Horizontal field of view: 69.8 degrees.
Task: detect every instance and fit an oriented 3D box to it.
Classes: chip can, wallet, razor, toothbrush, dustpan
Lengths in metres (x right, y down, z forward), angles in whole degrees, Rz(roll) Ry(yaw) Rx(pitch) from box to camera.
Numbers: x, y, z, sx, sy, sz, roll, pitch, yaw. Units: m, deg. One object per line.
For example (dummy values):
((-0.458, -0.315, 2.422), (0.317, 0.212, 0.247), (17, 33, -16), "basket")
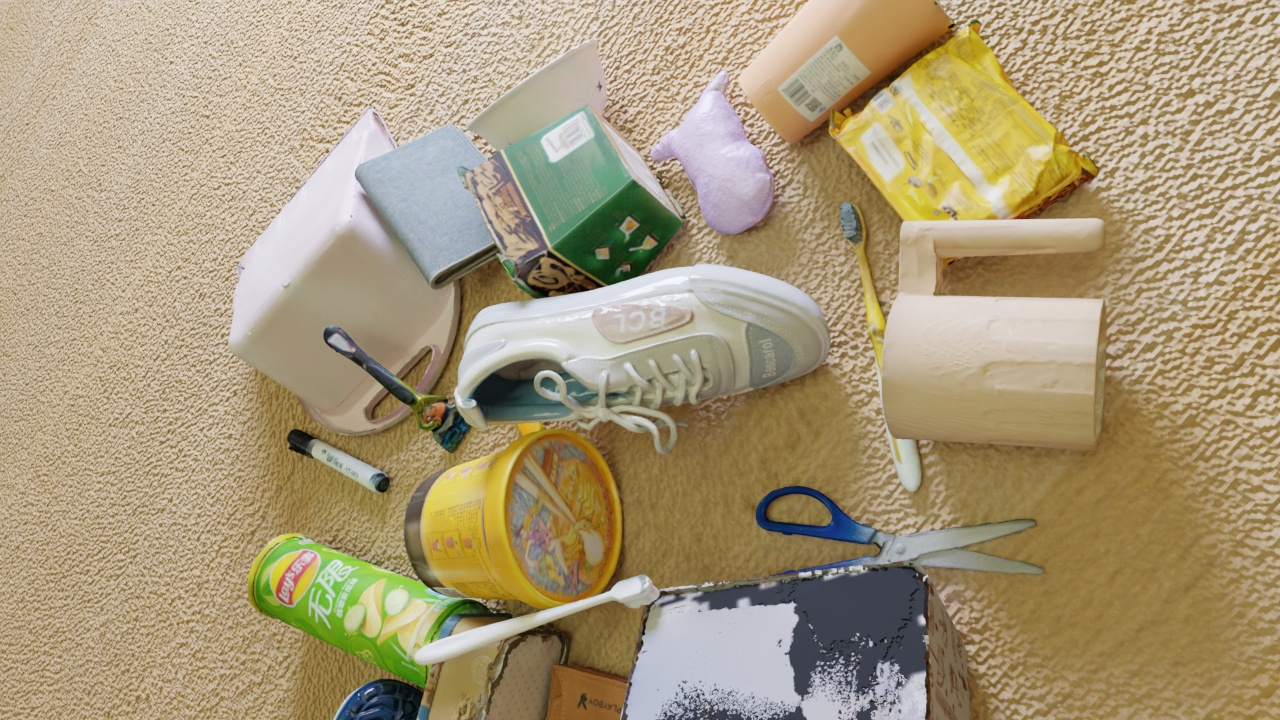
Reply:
((-0.210, 0.194, 0.712), (0.222, 0.072, 0.072), (9, 84, 33), "chip can")
((-0.021, 0.276, 0.605), (0.108, 0.031, 0.131), (5, 81, 31), "wallet")
((-0.198, 0.017, 0.735), (0.143, 0.022, 0.043), (37, 98, 2), "razor")
((0.147, -0.013, 0.568), (0.016, 0.018, 0.191), (-18, 71, 31), "toothbrush")
((-0.069, 0.166, 0.574), (0.180, 0.016, 0.016), (-22, 36, 21), "toothbrush")
((-0.264, -0.067, 0.840), (0.223, 0.138, 0.273), (-42, 34, 19), "dustpan")
((-0.155, -0.128, 0.749), (0.106, 0.037, 0.129), (-31, 67, -17), "wallet")

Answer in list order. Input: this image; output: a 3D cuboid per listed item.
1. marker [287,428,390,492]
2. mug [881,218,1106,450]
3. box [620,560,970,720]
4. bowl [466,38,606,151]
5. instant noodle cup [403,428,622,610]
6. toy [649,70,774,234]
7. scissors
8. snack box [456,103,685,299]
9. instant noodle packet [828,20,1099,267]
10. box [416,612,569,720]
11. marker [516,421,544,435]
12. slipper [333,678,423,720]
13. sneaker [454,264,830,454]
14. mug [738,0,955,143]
((-0.265, 0.088, 0.802), (0.131, 0.018, 0.022), (20, 99, 34), "marker")
((0.193, -0.015, 0.498), (0.104, 0.084, 0.124), (3, 93, 30), "mug")
((0.105, 0.236, 0.513), (0.181, 0.156, 0.227), (-17, 113, 28), "box")
((-0.066, -0.184, 0.701), (0.118, 0.118, 0.065), (-28, 105, 24), "bowl")
((-0.092, 0.114, 0.635), (0.115, 0.118, 0.118), (-15, 72, 36), "instant noodle cup")
((0.053, -0.136, 0.641), (0.084, 0.038, 0.108), (-43, 65, 33), "toy")
((0.144, 0.105, 0.550), (0.171, 0.012, 0.140), (-40, 63, 17), "scissors")
((-0.043, -0.110, 0.651), (0.106, 0.117, 0.118), (-38, 61, 15), "snack box")
((0.188, -0.129, 0.553), (0.111, 0.044, 0.128), (-34, 68, 14), "instant noodle packet")
((-0.110, 0.267, 0.625), (0.059, 0.089, 0.184), (12, 81, 32), "box")
((-0.105, 0.016, 0.720), (0.018, 0.015, 0.123), (-42, 59, 15), "marker")
((-0.214, 0.361, 0.671), (0.252, 0.105, 0.095), (-68, 14, -14), "slipper")
((-0.003, 0.003, 0.576), (0.242, 0.090, 0.090), (-5, 39, 12), "sneaker")
((0.128, -0.202, 0.591), (0.123, 0.078, 0.078), (-40, 62, 24), "mug")
